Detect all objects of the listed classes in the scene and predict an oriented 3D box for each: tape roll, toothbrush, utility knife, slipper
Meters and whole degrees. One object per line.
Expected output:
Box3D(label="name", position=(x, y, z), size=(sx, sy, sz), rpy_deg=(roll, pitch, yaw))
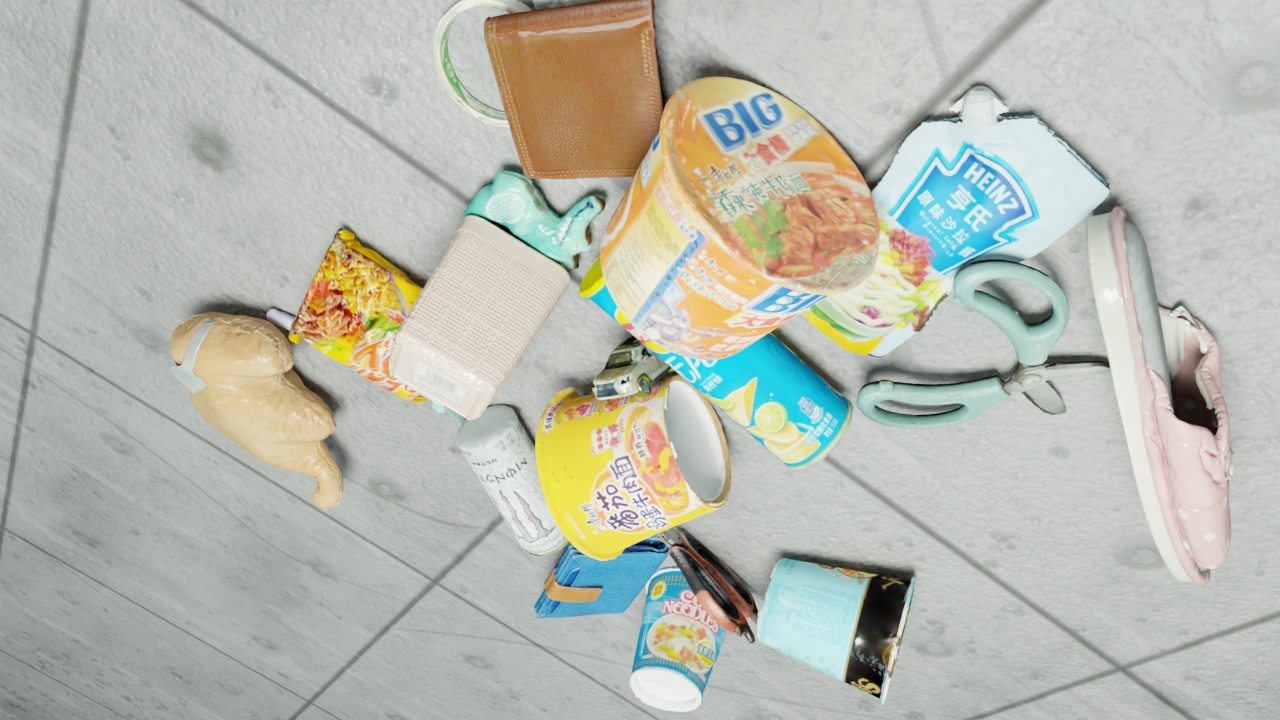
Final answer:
Box3D(label="tape roll", position=(-0.093, -0.194, 0.597), size=(0.086, 0.013, 0.086), rpy_deg=(11, 133, 12))
Box3D(label="toothbrush", position=(-0.250, -0.002, 0.812), size=(0.189, 0.021, 0.029), rpy_deg=(26, 173, 8))
Box3D(label="utility knife", position=(-0.196, 0.006, 0.809), size=(0.031, 0.022, 0.219), rpy_deg=(-13, 118, 35))
Box3D(label="slipper", position=(0.330, 0.027, 0.566), size=(0.055, 0.113, 0.274), rpy_deg=(-12, 118, 34))

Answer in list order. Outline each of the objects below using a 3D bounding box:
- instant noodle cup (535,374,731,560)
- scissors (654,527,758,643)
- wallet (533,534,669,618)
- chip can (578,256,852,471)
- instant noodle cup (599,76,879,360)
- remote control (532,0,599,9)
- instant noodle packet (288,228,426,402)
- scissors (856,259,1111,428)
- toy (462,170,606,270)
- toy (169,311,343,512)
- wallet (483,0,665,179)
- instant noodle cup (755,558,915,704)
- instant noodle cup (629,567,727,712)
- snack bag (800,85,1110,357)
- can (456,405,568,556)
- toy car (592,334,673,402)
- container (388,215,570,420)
Box3D(label="instant noodle cup", position=(0.000, 0.078, 0.726), size=(0.110, 0.137, 0.138), rpy_deg=(-22, 120, 25))
Box3D(label="scissors", position=(0.031, 0.171, 0.828), size=(0.015, 0.192, 0.206), rpy_deg=(-41, 137, 16))
Box3D(label="wallet", position=(-0.040, 0.213, 0.898), size=(0.106, 0.040, 0.133), rpy_deg=(4, 139, -23))
Box3D(label="chip can", position=(0.057, -0.009, 0.662), size=(0.210, 0.071, 0.071), rpy_deg=(40, 132, -15))
Box3D(label="instant noodle cup", position=(0.052, -0.077, 0.558), size=(0.151, 0.151, 0.112), rpy_deg=(34, 140, -10))
Box3D(label="remote control", position=(-0.049, -0.248, 0.527), size=(0.058, 0.021, 0.150), rpy_deg=(-6, 128, 25))
Box3D(label="instant noodle packet", position=(-0.213, -0.029, 0.751), size=(0.128, 0.044, 0.111), rpy_deg=(32, 112, -10))
Box3D(label="scissors", position=(0.221, 0.005, 0.625), size=(0.180, 0.019, 0.170), rpy_deg=(-26, 131, 30))
Box3D(label="toy", position=(-0.071, -0.103, 0.658), size=(0.092, 0.030, 0.097), rpy_deg=(38, 135, -19))
Box3D(label="toy", position=(-0.353, 0.049, 0.866), size=(0.144, 0.082, 0.226), rpy_deg=(10, 136, 29))
Box3D(label="wallet", position=(-0.034, -0.164, 0.569), size=(0.101, 0.032, 0.125), rpy_deg=(0, 145, 9))
Box3D(label="instant noodle cup", position=(0.170, 0.229, 0.812), size=(0.120, 0.111, 0.111), rpy_deg=(14, 134, 20))
Box3D(label="instant noodle cup", position=(0.038, 0.276, 0.894), size=(0.099, 0.109, 0.099), rpy_deg=(10, 132, 11))
Box3D(label="snack bag", position=(0.179, -0.080, 0.578), size=(0.110, 0.038, 0.192), rpy_deg=(44, 131, -6))
Box3D(label="can", position=(-0.112, 0.112, 0.842), size=(0.058, 0.058, 0.147), rpy_deg=(-6, 127, 25))
Box3D(label="toy car", position=(-0.004, 0.004, 0.685), size=(0.042, 0.090, 0.035), rpy_deg=(-11, 108, 32))
Box3D(label="container", position=(-0.122, -0.027, 0.672), size=(0.090, 0.110, 0.090), rpy_deg=(31, 153, -7))
